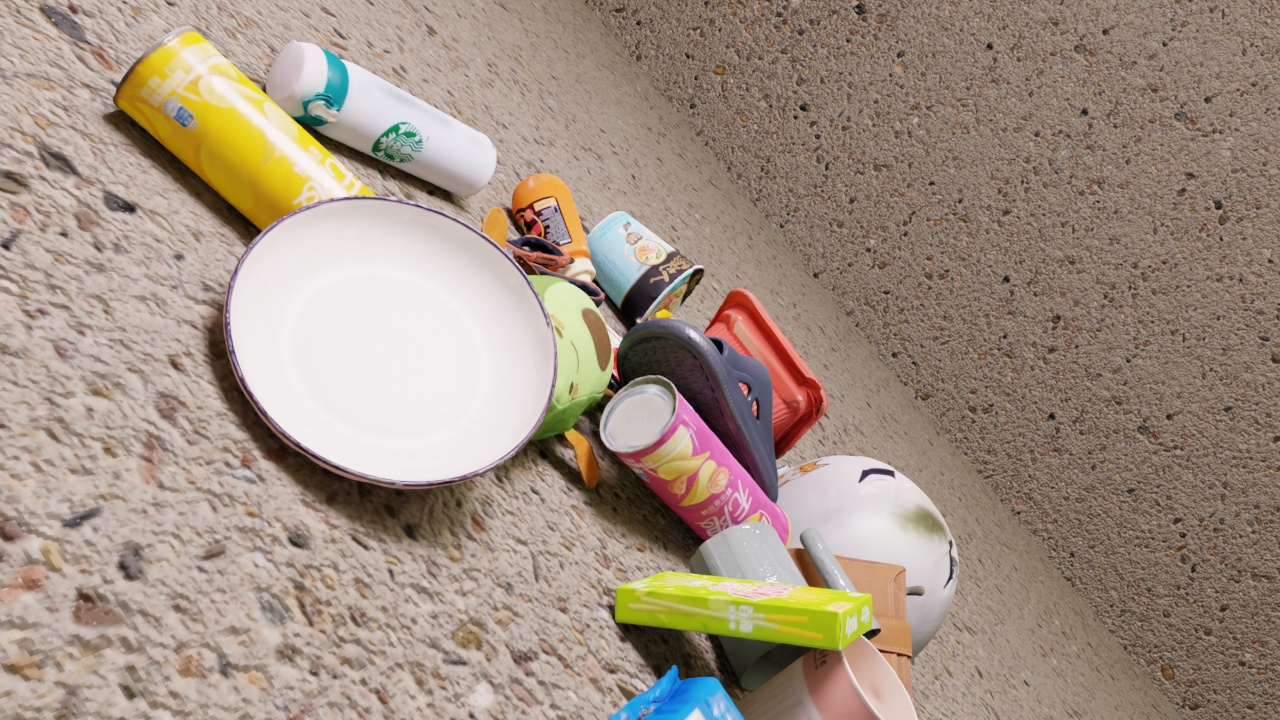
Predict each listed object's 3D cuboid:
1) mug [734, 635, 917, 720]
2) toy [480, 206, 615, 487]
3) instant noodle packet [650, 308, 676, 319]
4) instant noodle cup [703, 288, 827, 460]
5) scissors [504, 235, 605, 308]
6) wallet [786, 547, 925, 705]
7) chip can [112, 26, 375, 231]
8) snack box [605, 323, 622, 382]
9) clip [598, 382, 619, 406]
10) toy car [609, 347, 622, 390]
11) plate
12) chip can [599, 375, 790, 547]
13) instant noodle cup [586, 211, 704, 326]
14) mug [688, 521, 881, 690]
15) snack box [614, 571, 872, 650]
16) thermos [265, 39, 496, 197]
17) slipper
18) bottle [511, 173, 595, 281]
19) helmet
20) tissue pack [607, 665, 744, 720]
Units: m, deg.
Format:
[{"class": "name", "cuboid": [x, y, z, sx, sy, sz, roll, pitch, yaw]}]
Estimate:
[{"class": "mug", "cuboid": [0.131, 0.251, 0.643, 0.114, 0.106, 0.081, 23, 32, -53]}, {"class": "toy", "cuboid": [-0.074, -0.007, 0.703, 0.246, 0.090, 0.227, -60, 127, -75]}, {"class": "instant noodle packet", "cuboid": [0.045, 0.023, 0.952, 0.128, 0.044, 0.111, 56, -18, 18]}, {"class": "instant noodle cup", "cuboid": [0.108, 0.030, 0.990, 0.079, 0.189, 0.164, -29, 73, -25]}, {"class": "scissors", "cuboid": [-0.124, -0.103, 0.858, 0.201, 0.015, 0.205, 36, 22, -5]}, {"class": "wallet", "cuboid": [0.175, 0.227, 0.758, 0.119, 0.035, 0.130, 7, 57, -1]}, {"class": "chip can", "cuboid": [-0.228, -0.114, 0.599, 0.213, 0.072, 0.072, 44, 19, -15]}, {"class": "snack box", "cuboid": [-0.047, -0.017, 0.899, 0.153, 0.026, 0.075, 44, 19, -14]}, {"class": "clip", "cuboid": [-0.027, 0.033, 0.849, 0.058, 0.026, 0.042, 36, 30, -33]}, {"class": "toy car", "cuboid": [-0.005, 0.005, 0.862, 0.049, 0.031, 0.106, 51, 22, 6]}, {"class": "plate", "cuboid": [-0.144, -0.009, 0.542, 0.192, 0.039, 0.192, 15, 55, -23]}, {"class": "chip can", "cuboid": [0.050, 0.099, 0.753, 0.210, 0.071, 0.071, 49, 14, -41]}, {"class": "instant noodle cup", "cuboid": [-0.006, -0.107, 1.067, 0.120, 0.111, 0.111, 44, 17, 11]}, {"class": "mug", "cuboid": [0.111, 0.187, 0.725, 0.123, 0.084, 0.103, -10, 48, -21]}, {"class": "snack box", "cuboid": [0.070, 0.167, 0.621, 0.085, 0.157, 0.026, 9, 81, -62]}, {"class": "thermos", "cuboid": [-0.223, -0.208, 0.810, 0.224, 0.073, 0.073, 16, 37, -58]}, {"class": "slipper", "cuboid": [0.064, 0.039, 0.815, 0.083, 0.111, 0.268, -61, 143, -29]}, {"class": "bottle", "cuboid": [-0.087, -0.128, 0.985, 0.066, 0.067, 0.149, 14, 46, -60]}, {"class": "helmet", "cuboid": [0.228, 0.185, 0.922, 0.230, 0.157, 0.273, 52, 18, 6]}, {"class": "tissue pack", "cuboid": [0.044, 0.256, 0.520, 0.157, 0.052, 0.094, 54, 21, 15]}]
